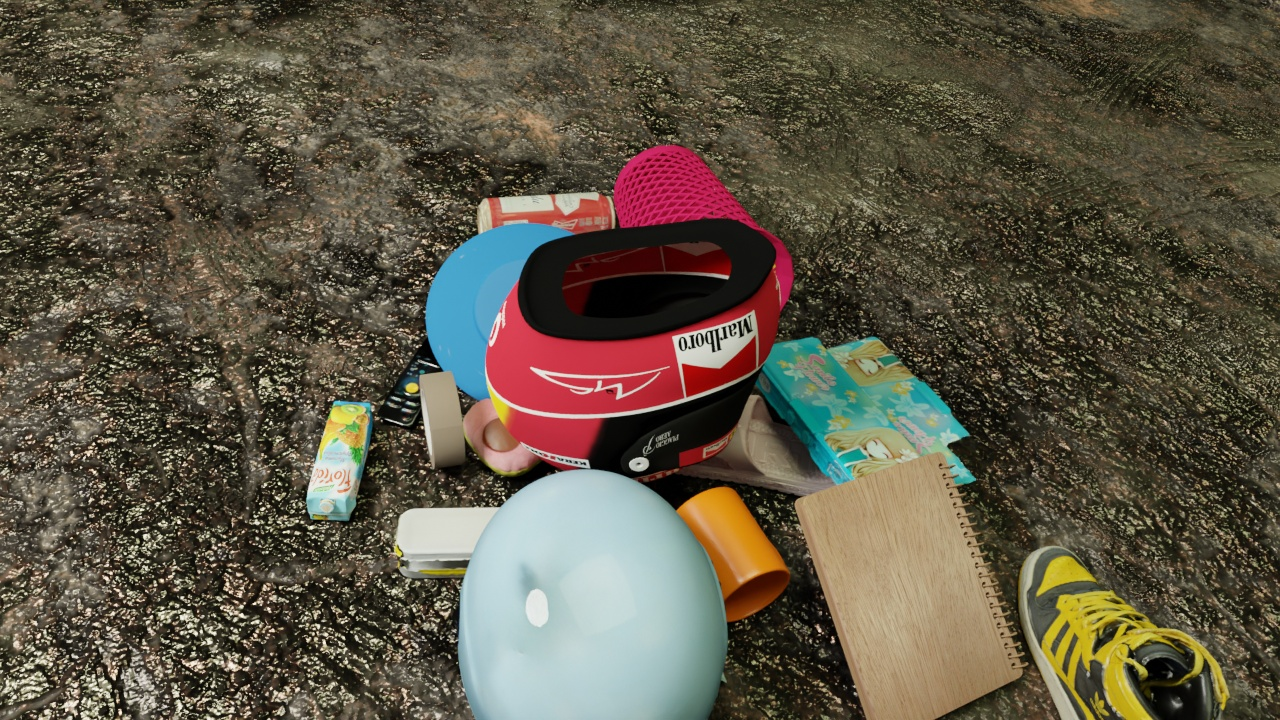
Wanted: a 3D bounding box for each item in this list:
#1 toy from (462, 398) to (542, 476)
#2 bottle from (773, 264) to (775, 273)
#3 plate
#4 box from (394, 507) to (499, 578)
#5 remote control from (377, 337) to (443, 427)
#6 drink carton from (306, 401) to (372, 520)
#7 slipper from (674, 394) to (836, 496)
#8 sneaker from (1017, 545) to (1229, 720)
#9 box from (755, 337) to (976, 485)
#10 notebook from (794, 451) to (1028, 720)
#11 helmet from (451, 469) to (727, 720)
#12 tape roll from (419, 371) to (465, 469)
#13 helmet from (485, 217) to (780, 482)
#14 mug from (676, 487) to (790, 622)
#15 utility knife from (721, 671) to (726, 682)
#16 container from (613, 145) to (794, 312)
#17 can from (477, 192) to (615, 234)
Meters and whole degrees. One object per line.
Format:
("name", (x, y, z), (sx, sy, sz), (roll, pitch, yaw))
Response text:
("toy", (-0.122, 0.069, 0.937), (0.109, 0.051, 0.090), (-26, 62, -35))
("bottle", (0.142, -0.116, 1.158), (0.063, 0.063, 0.108), (-15, 50, -23))
("plate", (-0.123, -0.054, 1.009), (0.224, 0.024, 0.224), (2, 72, -6))
("box", (-0.119, 0.163, 0.849), (0.209, 0.045, 0.065), (1, 44, -8))
("remote control", (-0.234, 0.014, 0.997), (0.041, 0.020, 0.151), (17, 46, 6))
("drink carton", (-0.290, 0.097, 0.890), (0.044, 0.039, 0.128), (4, 45, -6))
("slipper", (0.109, 0.079, 0.958), (0.239, 0.065, 0.094), (13, 45, 2))
("sneaker", (0.412, 0.244, 0.802), (0.086, 0.122, 0.238), (3, 46, -9))
("box", (0.238, 0.053, 0.951), (0.181, 0.039, 0.226), (-11, 43, -23))
("notebook", (0.243, 0.201, 0.814), (0.168, 0.022, 0.210), (-14, 81, -22))
("helmet", (-0.035, 0.196, 0.732), (0.225, 0.167, 0.265), (-6, 56, -14))
("tape roll", (-0.196, 0.058, 0.905), (0.030, 0.094, 0.093), (-8, 47, -17))
("helmet", (-0.005, 0.005, 0.852), (0.271, 0.225, 0.197), (-7, 42, 1))
("mug", (0.092, 0.180, 0.855), (0.112, 0.078, 0.096), (9, 36, -42))
("utility knife", (0.052, 0.236, 0.827), (0.022, 0.015, 0.120), (19, 36, -38))
("container", (0.055, -0.147, 1.097), (0.183, 0.184, 0.225), (-6, 43, -15))
("can", (-0.120, -0.178, 1.173), (0.170, 0.067, 0.067), (-6, 47, -15))
